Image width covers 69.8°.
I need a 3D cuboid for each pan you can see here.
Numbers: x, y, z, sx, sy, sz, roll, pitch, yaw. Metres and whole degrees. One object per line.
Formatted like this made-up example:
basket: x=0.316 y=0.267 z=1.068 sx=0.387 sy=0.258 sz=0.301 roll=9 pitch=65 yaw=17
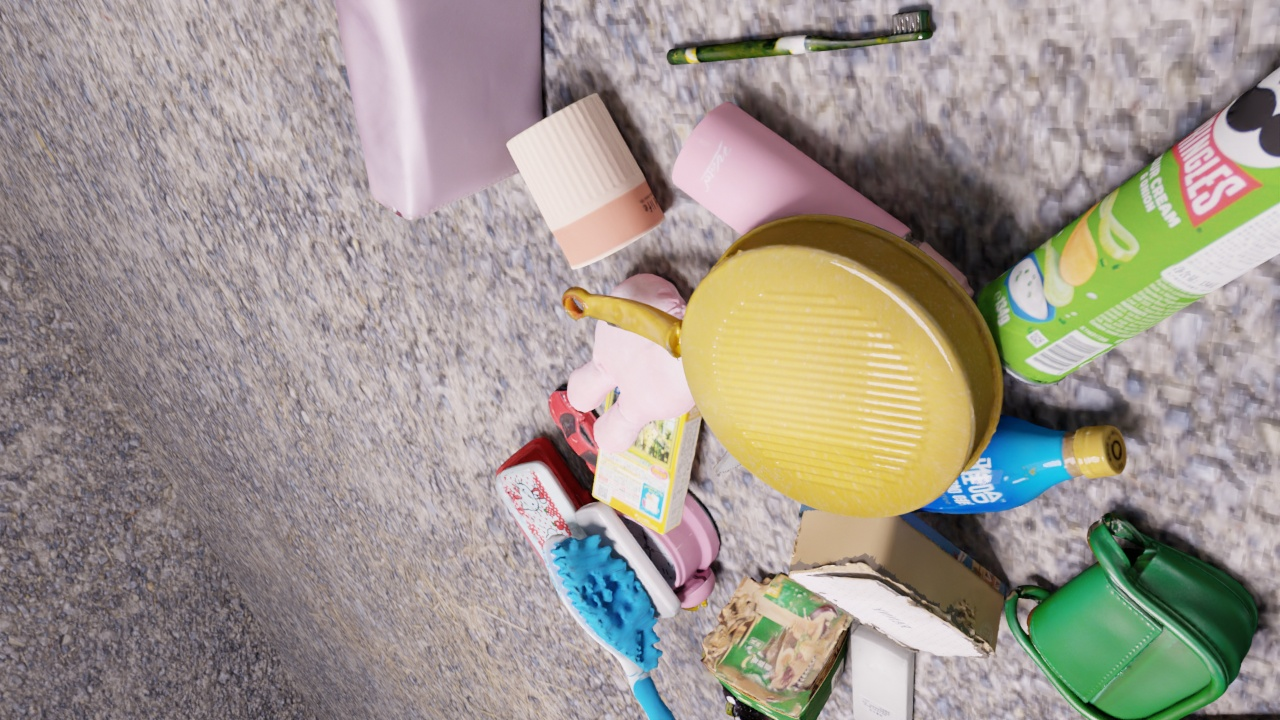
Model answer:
pan: x=0.061 y=-0.009 z=0.618 sx=0.358 sy=0.078 sz=0.198 roll=9 pitch=125 yaw=37

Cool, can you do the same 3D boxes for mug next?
mug: x=-0.044 y=-0.136 z=0.703 sx=0.106 sy=0.081 sz=0.114 roll=61 pitch=172 yaw=-13

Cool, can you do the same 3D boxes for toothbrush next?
toothbrush: x=0.088 y=-0.194 z=0.557 sx=0.186 sy=0.012 sz=0.017 roll=11 pitch=123 yaw=41

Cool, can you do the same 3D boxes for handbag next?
handbag: x=-0.147 y=-0.221 z=0.669 sx=0.098 sy=0.144 sz=0.197 roll=27 pitch=138 yaw=24
handbag: x=0.319 y=0.173 z=0.604 sx=0.120 sy=0.067 sz=0.132 roll=45 pitch=146 yaw=19

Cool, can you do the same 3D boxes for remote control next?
remote control: x=0.224 y=0.301 z=0.850 sx=0.056 sy=0.019 sz=0.135 roll=19 pitch=134 yaw=36
remote control: x=-0.012 y=0.197 z=0.905 sx=0.136 sy=0.020 sz=0.056 roll=54 pitch=146 yaw=-6

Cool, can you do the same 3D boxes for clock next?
clock: x=0.022 y=0.193 z=0.934 sx=0.117 sy=0.059 sz=0.158 roll=10 pitch=130 yaw=42

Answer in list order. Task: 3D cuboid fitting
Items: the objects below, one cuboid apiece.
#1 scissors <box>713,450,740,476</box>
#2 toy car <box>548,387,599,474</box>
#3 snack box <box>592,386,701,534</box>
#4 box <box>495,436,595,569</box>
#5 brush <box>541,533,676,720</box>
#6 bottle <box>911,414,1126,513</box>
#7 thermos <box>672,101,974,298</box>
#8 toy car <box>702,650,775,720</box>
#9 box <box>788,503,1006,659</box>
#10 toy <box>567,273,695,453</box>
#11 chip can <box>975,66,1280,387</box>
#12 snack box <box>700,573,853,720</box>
scissors: x=0.114 y=0.037 z=0.675 sx=0.189 sy=0.015 sz=0.223 roll=59 pitch=138 yaw=29
toy car: x=-0.057 y=0.074 z=0.937 sx=0.106 sy=0.031 sz=0.049 roll=53 pitch=143 yaw=-1
snack box: x=0.006 y=0.078 z=0.835 sx=0.087 sy=0.033 sz=0.141 roll=23 pitch=118 yaw=31
box: x=-0.066 y=0.181 z=0.984 sx=0.102 sy=0.095 sz=0.201 roll=-14 pitch=111 yaw=53
brush: x=-0.009 y=0.298 z=0.937 sx=0.110 sy=0.060 sz=0.314 roll=-5 pitch=120 yaw=58
bottle: x=0.211 y=0.071 z=0.619 sx=0.219 sy=0.065 sz=0.065 roll=-18 pitch=108 yaw=52
thermos: x=0.110 y=-0.075 z=0.588 sx=0.198 sy=0.067 sz=0.087 roll=40 pitch=117 yaw=13
toy car: x=0.116 y=0.351 z=0.991 sx=0.070 sy=0.042 sz=0.158 roll=9 pitch=127 yaw=42
box: x=0.185 y=0.158 z=0.667 sx=0.090 sy=0.061 sz=0.184 roll=-10 pitch=140 yaw=46
toy: x=-0.005 y=0.005 z=0.773 sx=0.160 sy=0.054 sz=0.121 roll=-48 pitch=66 yaw=35
chip can: x=0.264 y=-0.067 z=0.434 sx=0.072 sy=0.072 sz=0.237 roll=46 pitch=144 yaw=5
snack box: x=0.136 y=0.283 z=0.863 sx=0.118 sy=0.118 sz=0.106 roll=18 pitch=146 yaw=37
